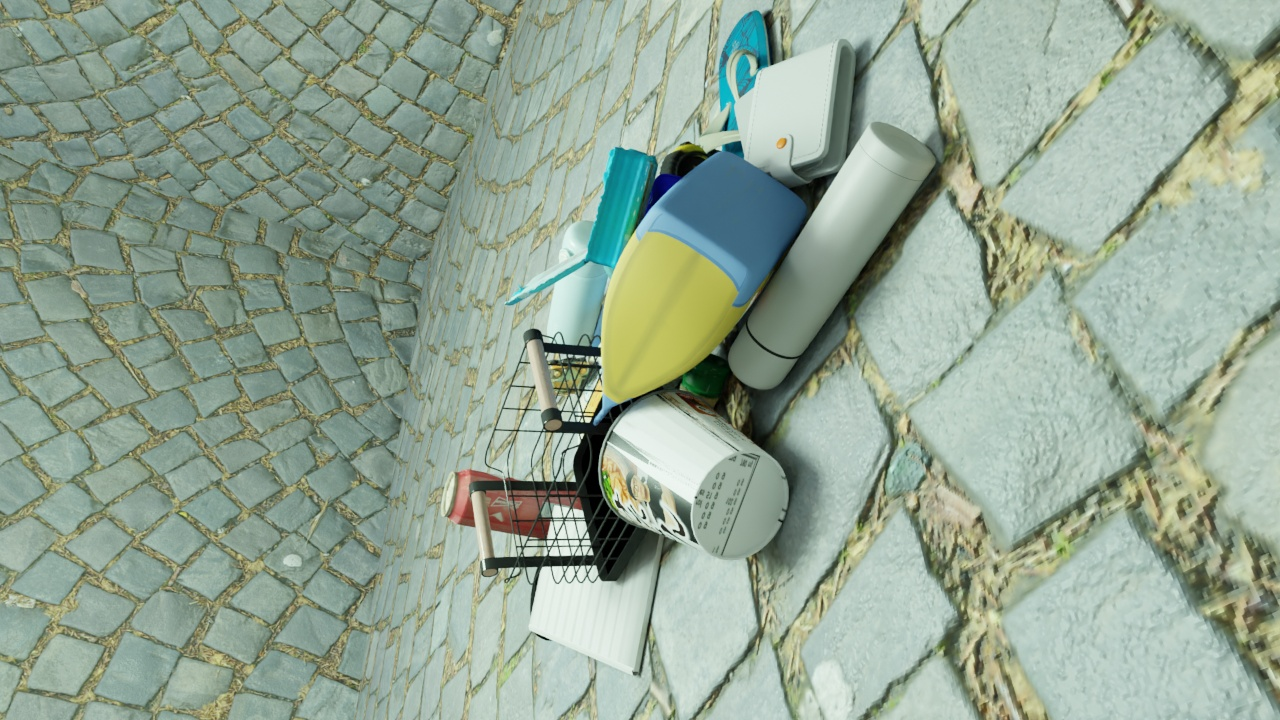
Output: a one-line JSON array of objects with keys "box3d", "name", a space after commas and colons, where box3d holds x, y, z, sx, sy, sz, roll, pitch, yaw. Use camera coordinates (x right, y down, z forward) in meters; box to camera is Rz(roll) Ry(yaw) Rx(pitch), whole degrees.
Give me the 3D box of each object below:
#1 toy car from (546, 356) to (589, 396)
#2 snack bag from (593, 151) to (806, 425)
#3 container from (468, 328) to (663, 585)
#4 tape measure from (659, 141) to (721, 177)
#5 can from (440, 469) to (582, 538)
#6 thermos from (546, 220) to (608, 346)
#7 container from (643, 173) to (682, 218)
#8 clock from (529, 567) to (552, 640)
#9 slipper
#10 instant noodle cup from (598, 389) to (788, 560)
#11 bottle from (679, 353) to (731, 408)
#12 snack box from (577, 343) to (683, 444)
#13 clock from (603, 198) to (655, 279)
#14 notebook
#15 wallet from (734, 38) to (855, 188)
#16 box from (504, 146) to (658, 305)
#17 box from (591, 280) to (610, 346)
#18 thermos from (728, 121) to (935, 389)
[{"box3d": [-0.089, 0.019, 1.067, 0.112, 0.047, 0.047, -178, 80, -77], "name": "toy car"}, {"box3d": [0.034, -0.051, 0.761, 0.206, 0.102, 0.158, -59, -6, 37], "name": "snack bag"}, {"box3d": [-0.071, 0.097, 0.886, 0.162, 0.130, 0.242, -108, 32, -41], "name": "container"}, {"box3d": [0.052, -0.196, 0.979, 0.038, 0.062, 0.067, -166, 89, -71], "name": "tape measure"}, {"box3d": [-0.151, 0.177, 1.111, 0.067, 0.170, 0.067, -167, 91, -69], "name": "can"}, {"box3d": [-0.079, -0.095, 1.190, 0.065, 0.077, 0.207, 49, 149, 21], "name": "thermos"}, {"box3d": [0.047, -0.112, 0.905, 0.113, 0.084, 0.085, -100, 29, -47], "name": "container"}, {"box3d": [-0.101, 0.280, 1.094, 0.121, 0.042, 0.091, 125, 152, -44], "name": "clock"}, {"box3d": [0.094, -0.246, 0.908, 0.118, 0.060, 0.294, 122, 154, -47], "name": "slipper"}, {"box3d": [0.048, 0.096, 0.731, 0.122, 0.123, 0.123, 23, 98, 61], "name": "instant noodle cup"}, {"box3d": [0.047, 0.047, 0.856, 0.043, 0.043, 0.111, -124, 50, -64], "name": "bottle"}, {"box3d": [-0.006, 0.006, 1.005, 0.208, 0.057, 0.104, 125, 152, -45], "name": "snack box"}, {"box3d": [0.007, -0.133, 1.015, 0.053, 0.090, 0.124, 8, 49, 38], "name": "clock"}, {"box3d": [-0.051, 0.234, 0.969, 0.210, 0.009, 0.142, -3, 73, 55], "name": "notebook"}, {"box3d": [0.123, -0.203, 0.784, 0.115, 0.037, 0.118, -6, 70, 47], "name": "wallet"}, {"box3d": [-0.040, -0.108, 0.816, 0.182, 0.071, 0.227, -52, 5, 11], "name": "box"}, {"box3d": [-0.019, -0.105, 1.128, 0.128, 0.034, 0.209, 130, 155, -77], "name": "box"}, {"box3d": [0.134, -0.068, 0.686, 0.052, 0.052, 0.225, -99, 30, -48], "name": "thermos"}]
